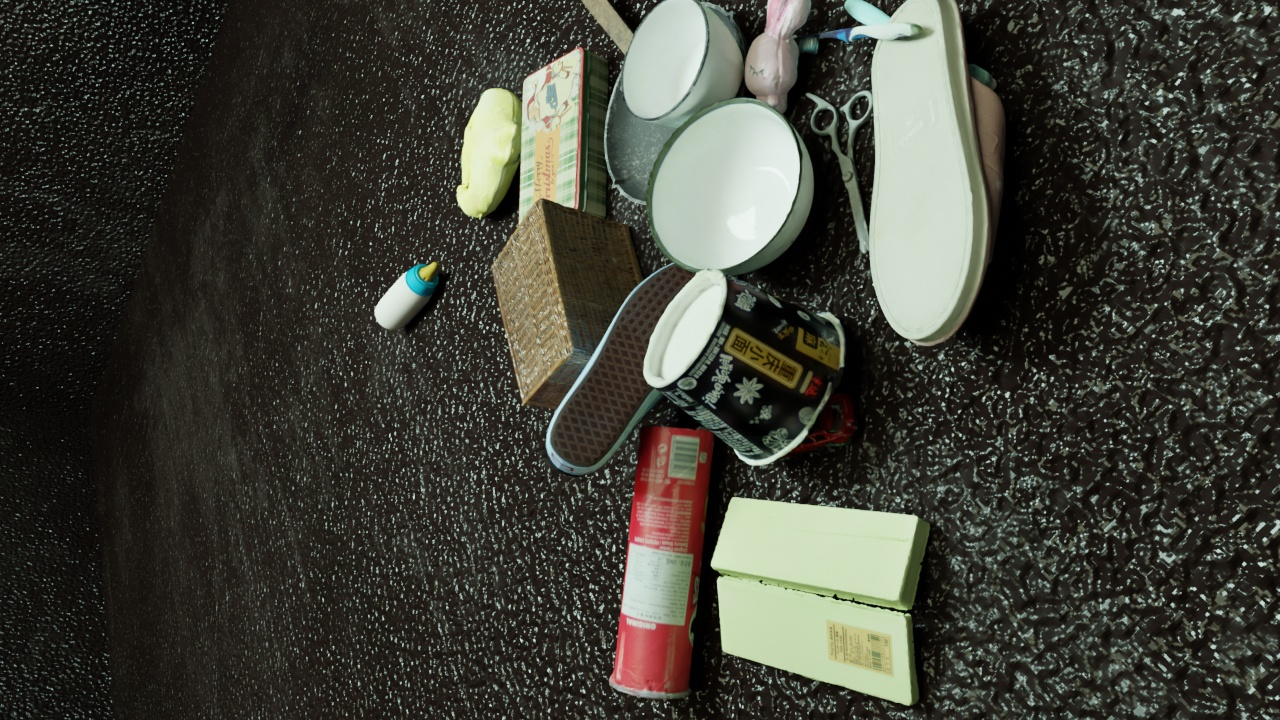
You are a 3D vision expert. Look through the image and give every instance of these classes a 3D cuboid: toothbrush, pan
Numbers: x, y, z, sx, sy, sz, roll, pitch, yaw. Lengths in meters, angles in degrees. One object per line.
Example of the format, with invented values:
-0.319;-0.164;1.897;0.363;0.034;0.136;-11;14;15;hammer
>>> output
0.217;-0.254;0.730;0.016;0.016;0.180;-59;42;24;toothbrush
0.171;-0.259;0.740;0.189;0.016;0.017;-137;53;-67;toothbrush
0.011;-0.306;0.963;0.208;0.040;0.356;-51;46;29;pan

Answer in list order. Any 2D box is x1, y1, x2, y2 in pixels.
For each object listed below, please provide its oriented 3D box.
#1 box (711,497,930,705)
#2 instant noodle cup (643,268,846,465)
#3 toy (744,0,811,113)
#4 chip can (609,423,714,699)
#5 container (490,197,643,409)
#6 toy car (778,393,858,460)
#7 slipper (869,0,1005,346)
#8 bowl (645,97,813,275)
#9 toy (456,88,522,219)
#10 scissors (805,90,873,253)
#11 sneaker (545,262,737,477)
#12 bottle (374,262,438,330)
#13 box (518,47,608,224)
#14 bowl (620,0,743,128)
0.132;0.179;0.714;0.188;0.043;0.141;0;84;49;box
0.075;-0.001;0.727;0.138;0.112;0.137;-47;26;31;instant noodle cup
0.119;-0.272;0.810;0.063;0.047;0.110;-109;30;-67;toy
0.021;0.173;0.817;0.073;0.073;0.233;-1;80;49;chip can
-0.068;-0.049;0.939;0.113;0.113;0.198;-43;51;39;container
0.134;0.053;0.743;0.091;0.036;0.042;-25;63;51;toy car
0.215;-0.141;0.664;0.114;0.054;0.274;150;126;-60;slipper
0.086;-0.142;0.800;0.154;0.072;0.153;-9;75;36;bowl
-0.191;-0.264;1.168;0.155;0.064;0.170;4;84;56;toy
0.166;-0.161;0.768;0.095;0.014;0.170;2;80;48;scissors
-0.005;0.005;0.838;0.240;0.083;0.098;-51;-2;-16;sneaker
-0.322;-0.096;1.292;0.147;0.051;0.051;-37;55;38;bottle
-0.089;-0.247;1.059;0.118;0.049;0.205;-11;74;49;box
0.042;-0.266;0.840;0.117;0.065;0.116;-14;71;47;bowl
